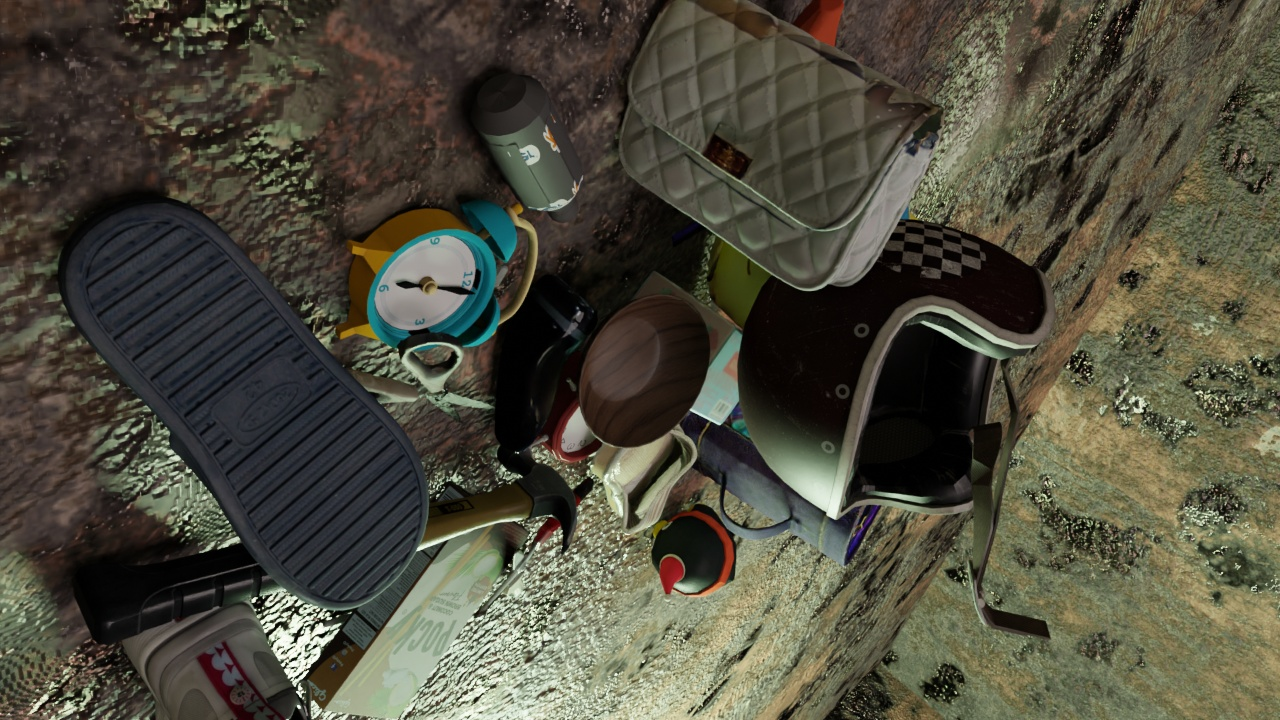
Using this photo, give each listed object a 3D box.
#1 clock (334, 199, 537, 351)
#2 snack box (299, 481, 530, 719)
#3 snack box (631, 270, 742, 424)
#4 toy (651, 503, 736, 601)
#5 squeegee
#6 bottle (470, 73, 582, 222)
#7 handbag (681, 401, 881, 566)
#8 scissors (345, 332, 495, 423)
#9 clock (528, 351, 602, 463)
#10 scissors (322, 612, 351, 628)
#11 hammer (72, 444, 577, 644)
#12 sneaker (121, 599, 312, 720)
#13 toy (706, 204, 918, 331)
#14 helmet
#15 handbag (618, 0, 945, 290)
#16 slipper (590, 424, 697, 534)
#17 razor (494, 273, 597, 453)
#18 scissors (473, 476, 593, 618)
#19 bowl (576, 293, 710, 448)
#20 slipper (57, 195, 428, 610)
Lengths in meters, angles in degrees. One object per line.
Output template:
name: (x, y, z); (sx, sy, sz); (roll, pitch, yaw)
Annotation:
clock: (-0.119, -0.050, 0.557); (0.129, 0.044, 0.099); (-12, 133, -40)
snack box: (-0.175, 0.195, 0.735); (0.185, 0.032, 0.101); (-54, 151, -9)
snack box: (0.040, -0.010, 0.772); (0.079, 0.095, 0.093); (-55, 150, 4)
toy: (0.056, 0.220, 1.043); (0.097, 0.100, 0.119); (-54, 153, 8)
squeegee: (0.124, -0.207, 0.711); (0.249, 0.055, 0.185); (-33, 162, -16)
bottle: (-0.063, -0.122, 0.550); (0.047, 0.047, 0.112); (-47, 150, -10)
handbag: (0.165, 0.096, 0.964); (0.221, 0.205, 0.126); (-46, 151, -23)
scissors: (-0.135, 0.017, 0.596); (0.163, 0.012, 0.154); (1, 153, -41)
clock: (-0.046, 0.040, 0.755); (0.124, 0.044, 0.087); (12, 113, -57)
scissors: (-0.210, 0.231, 0.766); (0.164, 0.014, 0.142); (9, 112, -57)
hammer: (-0.178, 0.118, 0.604); (0.332, 0.118, 0.025); (-9, 127, -44)
sneaker: (-0.258, 0.257, 0.609); (0.096, 0.129, 0.264); (-28, 144, -36)
toy: (0.148, -0.103, 0.794); (0.214, 0.084, 0.149); (-32, 127, -6)
helmet: (0.198, 0.020, 0.682); (0.234, 0.254, 0.233); (89, 16, -45)
handbag: (0.078, -0.140, 0.580); (0.072, 0.195, 0.139); (-18, 139, -50)
slipper: (0.009, 0.106, 0.858); (0.115, 0.052, 0.263); (-50, 163, -10)
razor: (-0.072, 0.005, 0.672); (0.063, 0.053, 0.141); (-9, 131, -42)
scissors: (-0.100, 0.178, 0.814); (0.199, 0.015, 0.180); (-48, 170, -49)
bowl: (-0.004, 0.004, 0.678); (0.119, 0.032, 0.119); (-17, 120, -33)
slipper: (-0.203, 0.025, 0.492); (0.101, 0.082, 0.264); (-39, 129, -21)
